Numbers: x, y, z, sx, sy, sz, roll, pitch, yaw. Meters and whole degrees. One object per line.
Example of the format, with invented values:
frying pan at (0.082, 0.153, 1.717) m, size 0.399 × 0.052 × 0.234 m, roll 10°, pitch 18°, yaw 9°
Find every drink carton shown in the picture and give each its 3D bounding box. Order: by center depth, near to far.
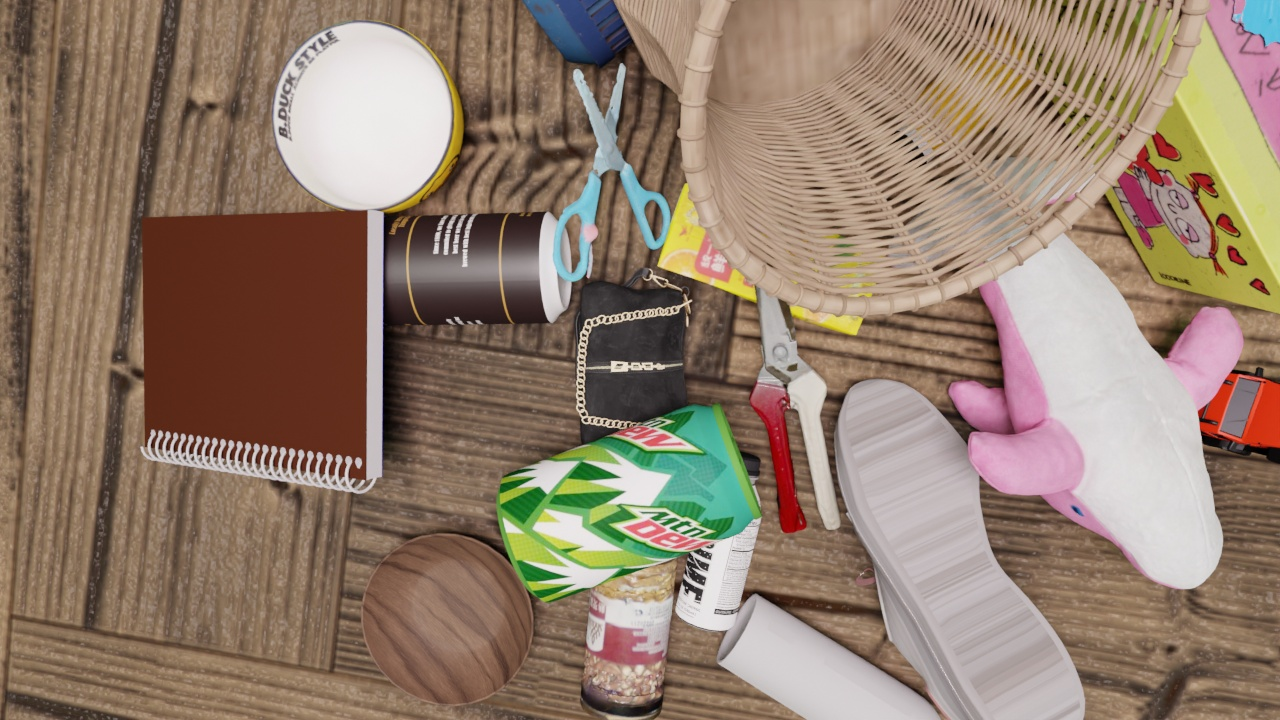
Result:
drink carton at (0.082, -0.065, 0.589) m, size 0.134 × 0.043 × 0.058 m, roll 20°, pitch 97°, yaw 4°

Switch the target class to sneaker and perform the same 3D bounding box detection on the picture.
sneaker at (0.178, 0.129, 0.578) m, size 0.099 × 0.090 × 0.236 m, roll -14°, pitch 68°, yaw -19°

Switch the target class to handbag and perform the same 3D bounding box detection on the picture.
handbag at (-0.004, 0.003, 0.604) m, size 0.079 × 0.054 × 0.128 m, roll -1°, pitch 92°, yaw -5°

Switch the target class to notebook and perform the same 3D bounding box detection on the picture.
notebook at (-0.252, -0.009, 0.600) m, size 0.209 × 0.022 × 0.171 m, roll 3°, pitch 94°, yaw 28°

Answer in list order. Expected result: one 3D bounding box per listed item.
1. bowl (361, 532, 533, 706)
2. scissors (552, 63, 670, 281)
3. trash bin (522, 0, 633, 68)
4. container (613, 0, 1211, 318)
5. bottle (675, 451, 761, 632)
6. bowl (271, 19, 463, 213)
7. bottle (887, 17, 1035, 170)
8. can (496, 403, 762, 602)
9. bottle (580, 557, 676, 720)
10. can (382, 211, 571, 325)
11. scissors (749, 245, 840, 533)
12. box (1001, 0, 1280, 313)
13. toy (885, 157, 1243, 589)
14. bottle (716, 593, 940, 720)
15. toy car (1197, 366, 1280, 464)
bowl at (-0.129, 0.174, 0.633) m, size 0.119 × 0.032 × 0.119 m, roll 0°, pitch 94°, yaw 6°
scissors at (-0.010, -0.114, 0.574) m, size 0.015 × 0.117 × 0.139 m, roll 24°, pitch 102°, yaw 44°
trash bin at (0.028, -0.291, 0.531) m, size 0.250 × 0.139 × 0.139 m, roll -35°, pitch 90°, yaw 9°
container at (0.099, -0.167, 0.435) m, size 0.226 × 0.196 × 0.227 m, roll -10°, pitch 131°, yaw -12°
bottle at (0.055, 0.117, 0.606) m, size 0.041 × 0.041 × 0.116 m, roll 14°, pitch 96°, yaw 4°
bowl at (-0.168, -0.152, 0.594) m, size 0.117 × 0.067 × 0.117 m, roll 0°, pitch 95°, yaw 5°
bottle at (0.216, -0.176, 0.567) m, size 0.144 × 0.043 × 0.043 m, roll -42°, pitch 89°, yaw 7°
can at (-0.006, 0.085, 0.557) m, size 0.144 × 0.083 × 0.083 m, roll -21°, pitch 92°, yaw 6°
bottle at (-0.008, 0.179, 0.610) m, size 0.056 × 0.056 × 0.105 m, roll 6°, pitch 95°, yaw 5°
can at (-0.113, -0.059, 0.594) m, size 0.128 × 0.072 × 0.072 m, roll -1°, pitch 94°, yaw 6°
scissors at (0.089, 0.025, 0.586) m, size 0.140 × 0.015 × 0.189 m, roll -42°, pitch 102°, yaw 17°
box at (0.297, -0.139, 0.499) m, size 0.079 × 0.124 × 0.221 m, roll -40°, pitch 107°, yaw 5°
toy at (0.243, 0.012, 0.546) m, size 0.186 × 0.128 × 0.265 m, roll -24°, pitch 87°, yaw -17°
bottle at (0.147, 0.227, 0.600) m, size 0.195 × 0.052 × 0.052 m, roll 31°, pitch 96°, yaw 2°
toy car at (0.360, 0.031, 0.540) m, size 0.049 × 0.100 × 0.051 m, roll 18°, pitch 93°, yaw -2°
